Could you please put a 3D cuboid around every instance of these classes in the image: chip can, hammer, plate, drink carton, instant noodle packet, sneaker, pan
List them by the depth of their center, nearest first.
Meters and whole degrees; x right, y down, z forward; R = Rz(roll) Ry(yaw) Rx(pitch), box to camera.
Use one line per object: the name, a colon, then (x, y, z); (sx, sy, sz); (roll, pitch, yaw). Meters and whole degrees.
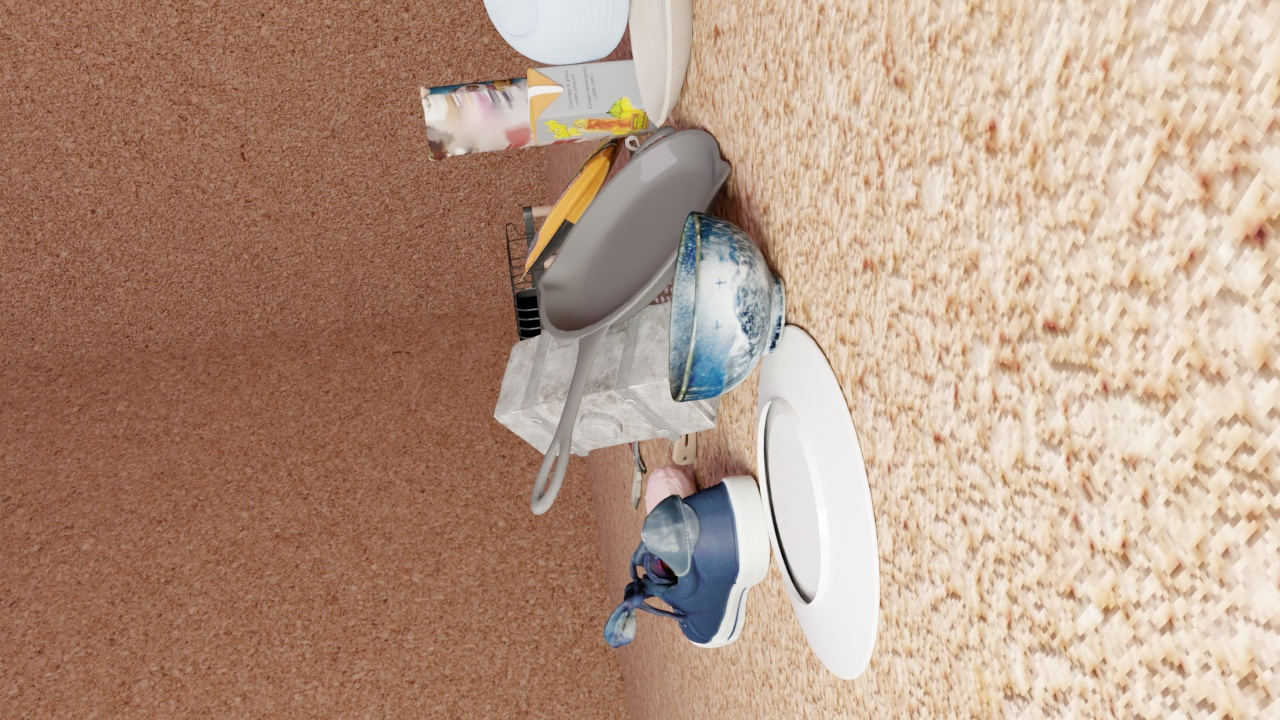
plate: (0.094, 0.083, 0.549); (0.209, 0.015, 0.208); (171, 91, -83)
pan: (-0.019, -0.043, 0.671); (0.217, 0.024, 0.353); (-24, 40, 43)
plate: (0.017, -0.286, 0.735); (0.189, 0.027, 0.188); (171, 91, -83)
sneaker: (0.027, 0.187, 0.776); (0.295, 0.127, 0.120); (91, 170, -61)
hammer: (-0.007, -0.078, 0.793); (0.079, 0.177, 0.325); (43, -134, -41)
drink carton: (-0.043, -0.243, 0.859); (0.076, 0.125, 0.048); (129, 133, -81)
chip can: (-0.106, -0.254, 0.938); (0.080, 0.229, 0.080); (170, 91, -81)
instant noodle packet: (-0.071, -0.184, 1.030); (0.160, 0.032, 0.220); (-51, 11, 22)

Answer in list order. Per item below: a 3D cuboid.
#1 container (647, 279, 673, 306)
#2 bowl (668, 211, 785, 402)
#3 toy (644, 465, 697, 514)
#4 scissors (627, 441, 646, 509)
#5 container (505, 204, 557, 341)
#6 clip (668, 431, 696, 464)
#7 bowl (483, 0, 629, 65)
container: (0.025, -0.026, 0.849); (0.081, 0.049, 0.129); (91, 169, -52)
bowl: (0.053, -0.029, 0.553); (0.114, 0.061, 0.114); (-177, 93, -86)
toy: (0.040, 0.164, 0.944); (0.108, 0.053, 0.105); (94, 156, -57)
scissors: (-0.009, 0.169, 1.471); (0.198, 0.015, 0.179); (-119, 24, -69)
container: (-0.087, -0.114, 1.195); (0.241, 0.162, 0.130); (-112, 16, -64)
clip: (0.043, 0.072, 0.926); (0.041, 0.024, 0.061); (-118, 31, -66)
bowl: (-0.090, -0.327, 0.809); (0.151, 0.074, 0.151); (31, 140, 30)
